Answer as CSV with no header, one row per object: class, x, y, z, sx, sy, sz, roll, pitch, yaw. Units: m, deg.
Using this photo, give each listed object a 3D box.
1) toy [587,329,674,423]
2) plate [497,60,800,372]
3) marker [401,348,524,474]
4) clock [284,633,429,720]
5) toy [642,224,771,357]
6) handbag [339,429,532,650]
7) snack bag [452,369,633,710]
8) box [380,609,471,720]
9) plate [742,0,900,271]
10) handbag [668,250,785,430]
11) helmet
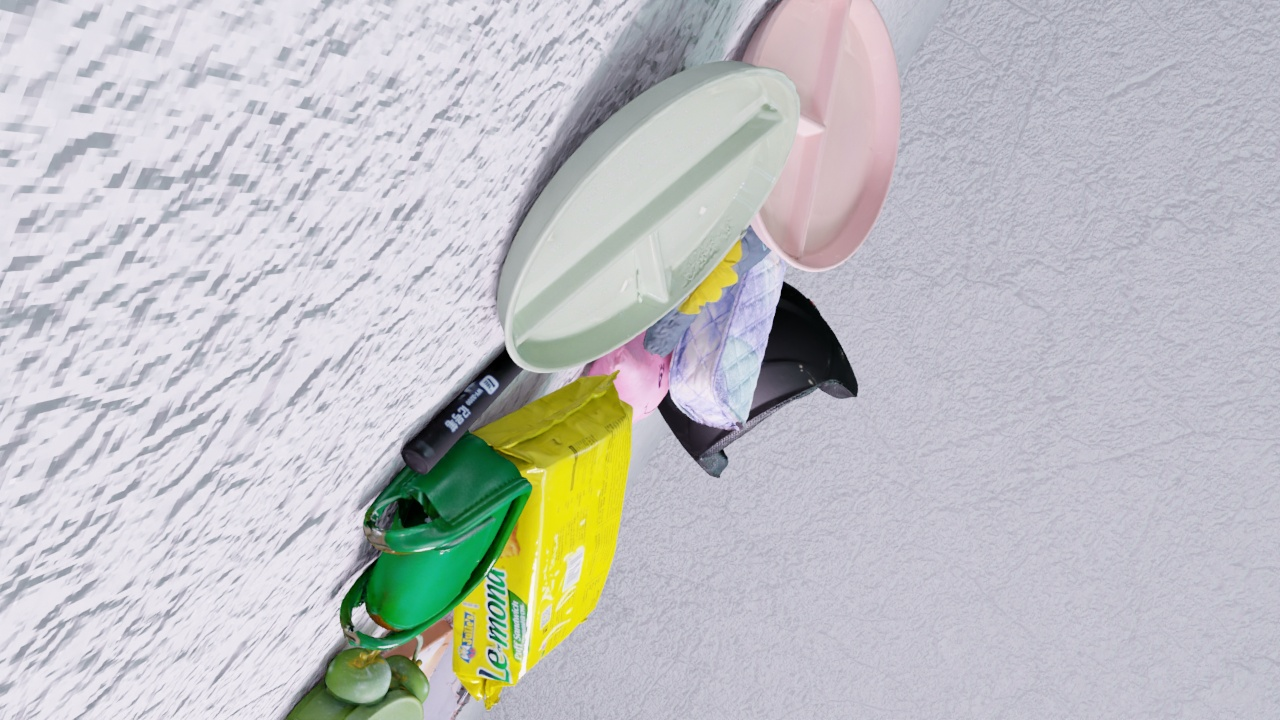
toy,-0.005,0.005,0.924,0.178,0.074,0.194,-64,171,8
plate,0.005,-0.082,0.551,0.229,0.027,0.230,-39,161,-16
marker,-0.100,0.022,0.570,0.131,0.020,0.022,-51,165,-42
clock,-0.217,0.279,0.703,0.161,0.056,0.116,-58,157,-12
toy,0.108,-0.162,0.832,0.355,0.091,0.138,-58,-175,-20
handbag,-0.136,0.112,0.587,0.119,0.068,0.132,-36,161,-51
snack bag,-0.074,0.140,0.726,0.157,0.068,0.247,-28,131,-55
box,-0.212,0.312,0.894,0.178,0.088,0.261,-59,174,25
plate,0.145,-0.188,0.745,0.228,0.028,0.230,-13,109,-45
handbag,0.090,-0.035,0.952,0.134,0.076,0.193,44,61,-59
helmet,0.121,-0.002,1.144,0.234,0.230,0.274,-32,-166,14
